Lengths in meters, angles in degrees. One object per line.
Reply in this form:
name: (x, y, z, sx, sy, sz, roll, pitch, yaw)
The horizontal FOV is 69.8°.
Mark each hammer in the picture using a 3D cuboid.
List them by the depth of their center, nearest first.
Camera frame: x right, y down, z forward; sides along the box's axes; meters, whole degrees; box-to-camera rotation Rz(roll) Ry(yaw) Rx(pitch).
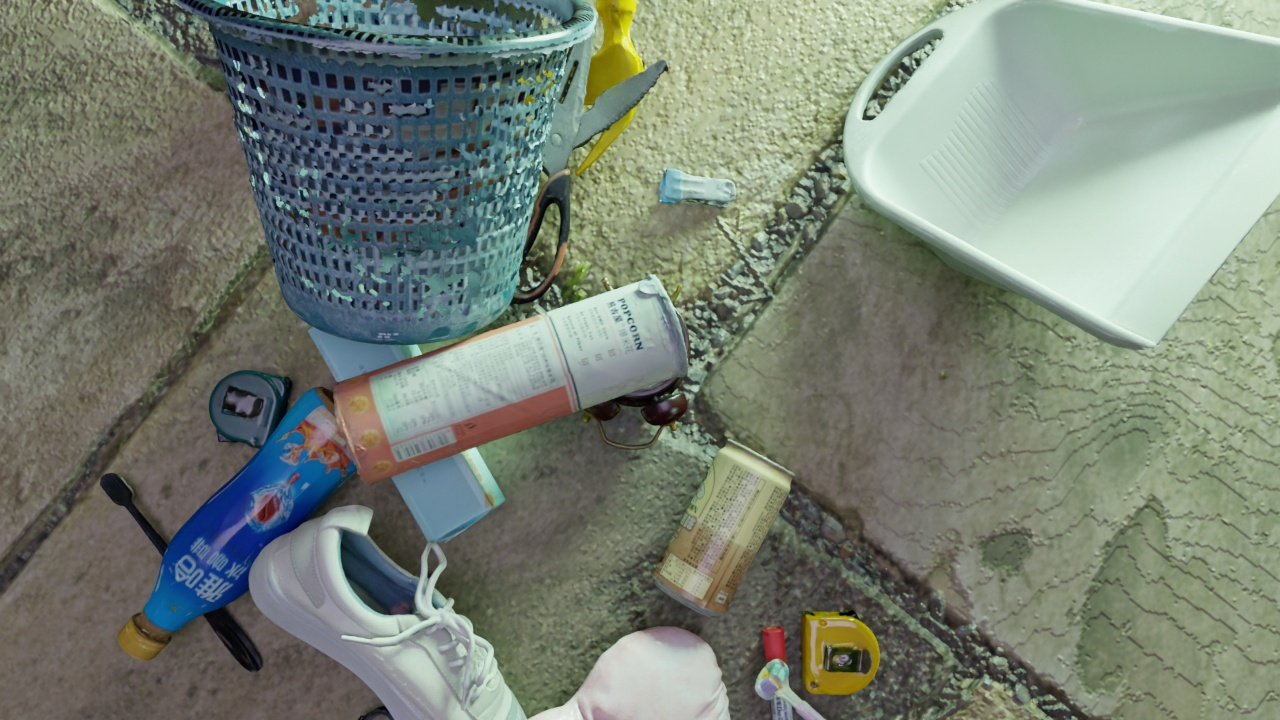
hammer: (-0.147, -0.199, 0.676, 0.301, 0.032, 0.129, -1, 103, 3)

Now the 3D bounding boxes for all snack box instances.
snack box: (-0.162, 0.042, 0.650, 0.051, 0.074, 0.175, -30, 87, -4)

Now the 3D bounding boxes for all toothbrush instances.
toothbrush: (0.156, 0.285, 0.657, 0.189, 0.020, 0.029, 43, 73, -5)
toothbrush: (-0.335, 0.155, 0.672, 0.015, 0.018, 0.181, -38, 90, -13)

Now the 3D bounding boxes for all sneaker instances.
sneaker: (-0.136, 0.187, 0.606, 0.091, 0.089, 0.242, -34, 110, 17)

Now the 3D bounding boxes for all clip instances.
clip: (0.044, -0.128, 0.691, 0.058, 0.043, 0.026, 8, 83, -8)

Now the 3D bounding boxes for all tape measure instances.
tape measure: (0.144, 0.213, 0.666, 0.057, 0.029, 0.060, 1, 87, -1)
tape measure: (-0.288, 0.035, 0.674, 0.054, 0.025, 0.058, 14, 86, -1)

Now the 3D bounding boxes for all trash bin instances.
trash bin: (-0.149, -0.126, 0.562, 0.226, 0.226, 0.195, 8, 122, 0)

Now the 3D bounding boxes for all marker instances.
marker: (0.104, 0.268, 0.668, 0.017, 0.017, 0.145, -6, 87, -1)

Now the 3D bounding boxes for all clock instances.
clock: (-0.004, 0.004, 0.663, 0.082, 0.055, 0.122, 6, 83, -1)

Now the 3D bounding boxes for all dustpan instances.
dustpan: (0.266, -0.154, 0.611, 0.142, 0.258, 0.222, 42, 86, -22)

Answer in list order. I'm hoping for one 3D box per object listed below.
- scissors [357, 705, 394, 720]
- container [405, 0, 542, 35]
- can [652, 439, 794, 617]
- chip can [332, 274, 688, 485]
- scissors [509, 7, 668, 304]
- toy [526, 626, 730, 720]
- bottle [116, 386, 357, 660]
scissors: (-0.191, 0.335, 0.662, 0.180, 0.014, 0.159, -17, 87, -1)
container: (-0.128, -0.305, 0.667, 0.090, 0.090, 0.114, -10, 83, -2)
can: (0.059, 0.119, 0.655, 0.058, 0.058, 0.116, 29, 87, 1)
chip can: (-0.081, 0.012, 0.586, 0.214, 0.071, 0.071, -19, 87, -9)
scissors: (-0.075, -0.140, 0.660, 0.227, 0.015, 0.189, -14, 103, 8)
toy: (-0.009, 0.256, 0.633, 0.159, 0.054, 0.121, -18, 93, -25)
bottle: (-0.279, 0.117, 0.646, 0.065, 0.065, 0.218, 42, 85, 2)
